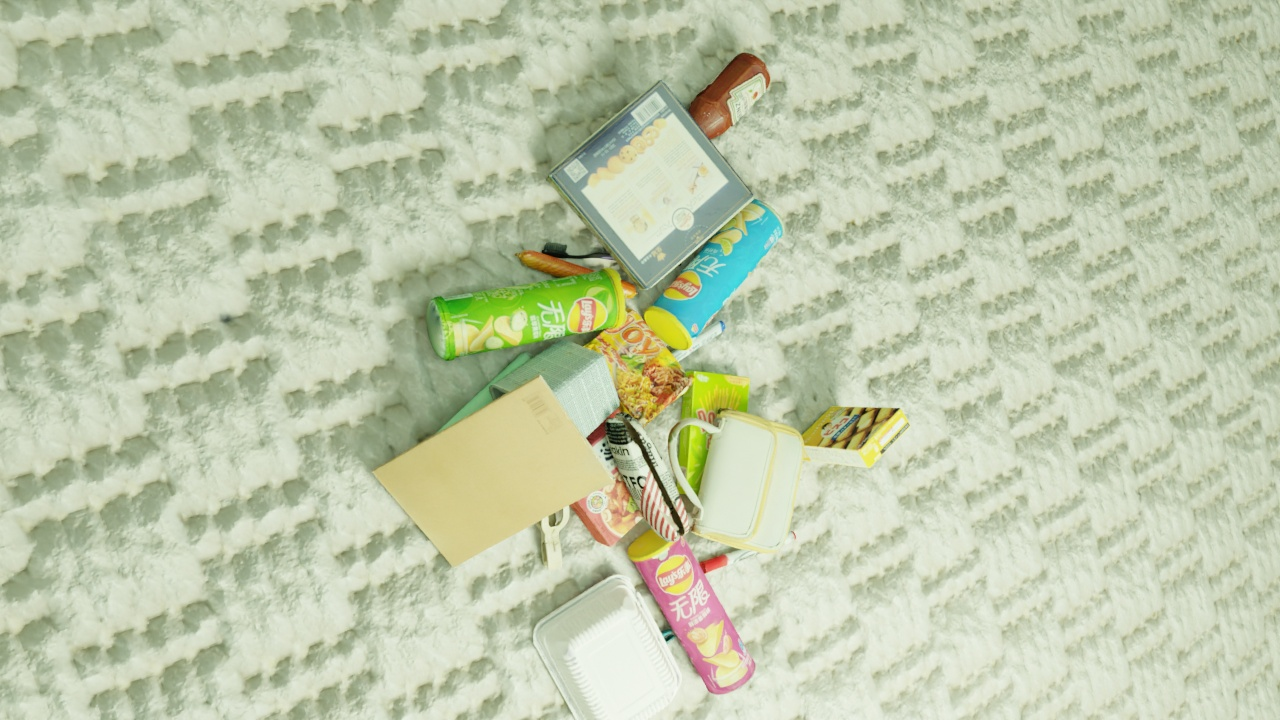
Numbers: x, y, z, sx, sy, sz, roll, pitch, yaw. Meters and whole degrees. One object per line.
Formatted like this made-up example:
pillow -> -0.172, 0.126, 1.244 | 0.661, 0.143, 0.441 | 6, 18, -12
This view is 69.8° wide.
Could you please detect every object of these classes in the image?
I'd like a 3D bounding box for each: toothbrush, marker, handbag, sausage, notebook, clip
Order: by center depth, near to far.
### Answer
notebook -> -0.155, 0.122, 0.979 | 0.212, 0.012, 0.149 | -29, 114, 9
toothbrush -> -0.198, 0.071, 1.027 | 0.026, 0.027, 0.224 | 38, 68, 16
clip -> -0.101, 0.189, 1.050 | 0.035, 0.094, 0.102 | -9, 81, -27
sausage -> -0.073, -0.103, 1.099 | 0.165, 0.021, 0.021 | 17, 80, -25
toothbrush -> -0.033, -0.128, 1.126 | 0.188, 0.014, 0.016 | 3, 74, -27
clip -> 0.017, 0.348, 1.131 | 0.056, 0.015, 0.049 | -23, 96, -26
handbag -> 0.110, 0.143, 1.132 | 0.178, 0.063, 0.163 | 19, 78, -22
marker -> 0.051, -0.010, 1.160 | 0.145, 0.017, 0.017 | -34, 102, -23
marker -> 0.142, 0.248, 1.195 | 0.145, 0.017, 0.017 | -13, 93, -26

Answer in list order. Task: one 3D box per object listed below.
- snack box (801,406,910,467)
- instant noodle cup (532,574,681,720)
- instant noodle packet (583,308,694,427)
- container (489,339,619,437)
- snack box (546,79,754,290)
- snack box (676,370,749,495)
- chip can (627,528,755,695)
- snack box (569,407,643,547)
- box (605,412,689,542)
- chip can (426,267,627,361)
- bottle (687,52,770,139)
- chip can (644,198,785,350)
snack box -> 0.273, 0.098, 1.197 | 0.086, 0.141, 0.034 | -40, 103, -22
instant noodle cup -> -0.030, 0.355, 1.073 | 0.137, 0.060, 0.173 | -29, 102, -16
instant noodle packet -> -0.007, 0.006, 1.103 | 0.110, 0.044, 0.128 | -38, 87, -30
container -> -0.092, 0.042, 1.034 | 0.111, 0.090, 0.090 | -39, 130, -29
snack box -> 0.012, -0.208, 1.101 | 0.177, 0.046, 0.182 | -41, 99, -8
snack box -> 0.093, 0.094, 1.172 | 0.085, 0.026, 0.156 | 8, 84, -27
chip can -> 0.065, 0.304, 1.124 | 0.071, 0.071, 0.210 | -34, 103, -24
snack box -> -0.030, 0.137, 1.098 | 0.126, 0.044, 0.113 | -41, 105, -22
box -> 0.002, 0.137, 1.053 | 0.059, 0.072, 0.164 | -33, 100, -42
chip can -> -0.128, -0.053, 1.034 | 0.221, 0.073, 0.072 | -12, 93, -22
bottle -> 0.084, -0.306, 1.166 | 0.060, 0.060, 0.205 | 46, 76, -18
chip can -> 0.096, -0.110, 1.156 | 0.071, 0.071, 0.209 | 47, 69, -17
